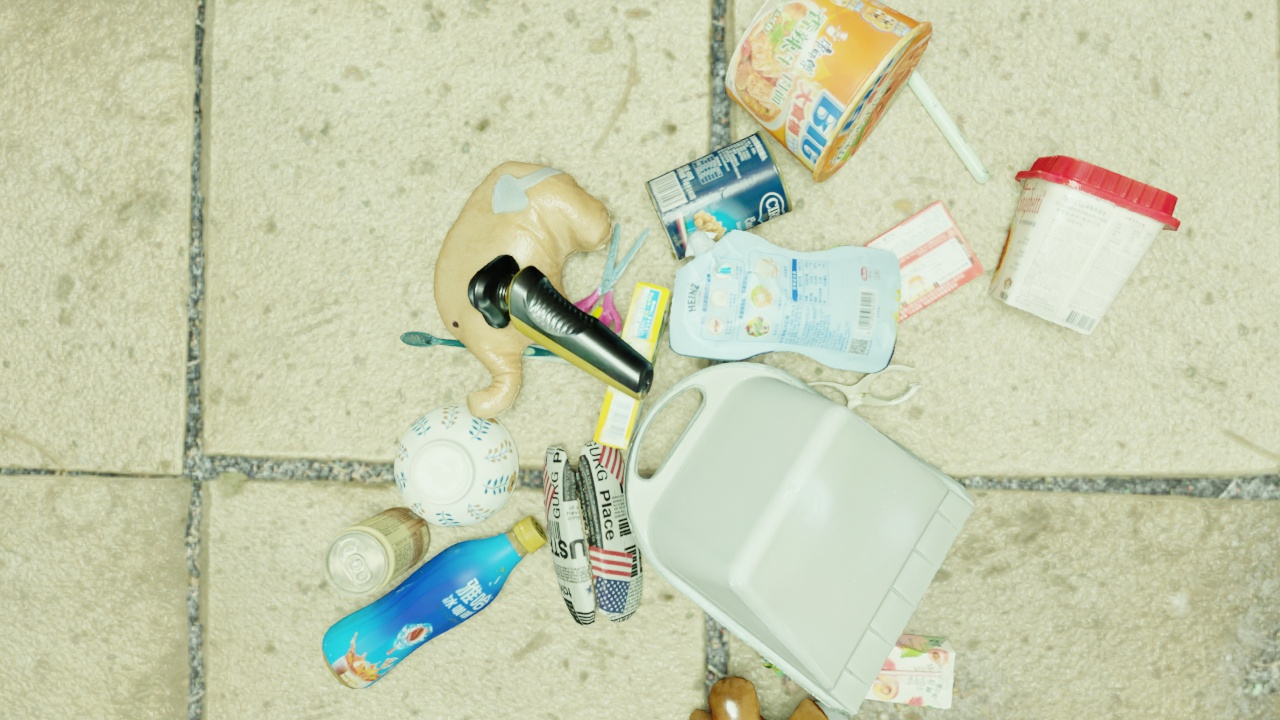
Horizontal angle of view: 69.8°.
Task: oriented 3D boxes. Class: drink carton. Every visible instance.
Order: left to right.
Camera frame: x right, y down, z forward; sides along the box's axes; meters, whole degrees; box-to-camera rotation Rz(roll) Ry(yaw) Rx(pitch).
[{"bbox_3d":[0.208,0.267,0.803,0.122,0.045,0.053,5,92,5],"label":"drink carton"}]

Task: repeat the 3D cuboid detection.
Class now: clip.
[{"bbox_3d":[0.196,0.027,0.812,0.100,0.034,0.072,-20,89,12],"label":"clip"}]

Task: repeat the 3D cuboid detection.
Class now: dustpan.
[{"bbox_3d":[0.120,0.128,0.774,0.257,0.143,0.222,43,75,-34],"label":"dustpan"}]

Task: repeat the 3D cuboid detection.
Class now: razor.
[{"bbox_3d":[-0.062,-0.022,0.741,0.167,0.062,0.068,34,132,5],"label":"razor"}]

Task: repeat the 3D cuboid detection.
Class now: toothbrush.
[{"bbox_3d":[-0.128,-0.011,0.841,0.192,0.018,0.016,6,90,4],"label":"toothbrush"},{"bbox_3d":[0.254,-0.237,0.811,0.020,0.029,0.189,-33,89,46],"label":"toothbrush"}]

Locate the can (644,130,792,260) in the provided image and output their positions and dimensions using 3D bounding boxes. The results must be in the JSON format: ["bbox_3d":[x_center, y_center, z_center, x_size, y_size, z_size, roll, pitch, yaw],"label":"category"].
[{"bbox_3d":[0.066,-0.142,0.797,0.111,0.075,0.075,-23,88,4],"label":"can"}]

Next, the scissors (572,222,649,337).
[{"bbox_3d":[-0.037,-0.063,0.822,0.113,0.017,0.134,-11,62,41],"label":"scissors"}]

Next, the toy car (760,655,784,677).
[{"bbox_3d":[0.111,0.233,0.812,0.036,0.043,0.091,-28,90,6],"label":"toy car"}]

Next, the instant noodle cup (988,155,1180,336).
[{"bbox_3d":[0.357,-0.095,0.763,0.116,0.116,0.124,22,103,4],"label":"instant noodle cup"}]

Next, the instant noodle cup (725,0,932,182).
[{"bbox_3d":[0.150,-0.241,0.761,0.111,0.151,0.151,39,93,11],"label":"instant noodle cup"}]

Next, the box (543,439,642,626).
[{"bbox_3d":[-0.035,0.151,0.819,0.087,0.076,0.163,-7,87,-18],"label":"box"}]

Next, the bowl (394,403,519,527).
[{"bbox_3d":[-0.171,0.097,0.823,0.113,0.062,0.113,0,91,6],"label":"bowl"}]

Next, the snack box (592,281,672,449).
[{"bbox_3d":[-0.005,0.005,0.797,0.034,0.087,0.140,17,92,4],"label":"snack box"}]

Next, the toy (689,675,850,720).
[{"bbox_3d":[0.137,0.345,0.783,0.199,0.140,0.130,22,50,2],"label":"toy"}]

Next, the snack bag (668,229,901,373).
[{"bbox_3d":[0.121,-0.050,0.769,0.191,0.039,0.110,6,95,-6],"label":"snack bag"}]

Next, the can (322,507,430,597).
[{"bbox_3d":[-0.227,0.165,0.799,0.058,0.116,0.058,0,90,4],"label":"can"}]

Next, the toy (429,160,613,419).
[{"bbox_3d":[-0.119,-0.065,0.809,0.143,0.082,0.226,24,95,17],"label":"toy"}]

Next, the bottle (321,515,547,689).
[{"bbox_3d":[-0.180,0.210,0.821,0.219,0.065,0.065,-35,88,4],"label":"bottle"}]

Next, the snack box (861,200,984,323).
[{"bbox_3d":[0.216,-0.070,0.811,0.153,0.025,0.075,-31,89,4],"label":"snack box"}]
